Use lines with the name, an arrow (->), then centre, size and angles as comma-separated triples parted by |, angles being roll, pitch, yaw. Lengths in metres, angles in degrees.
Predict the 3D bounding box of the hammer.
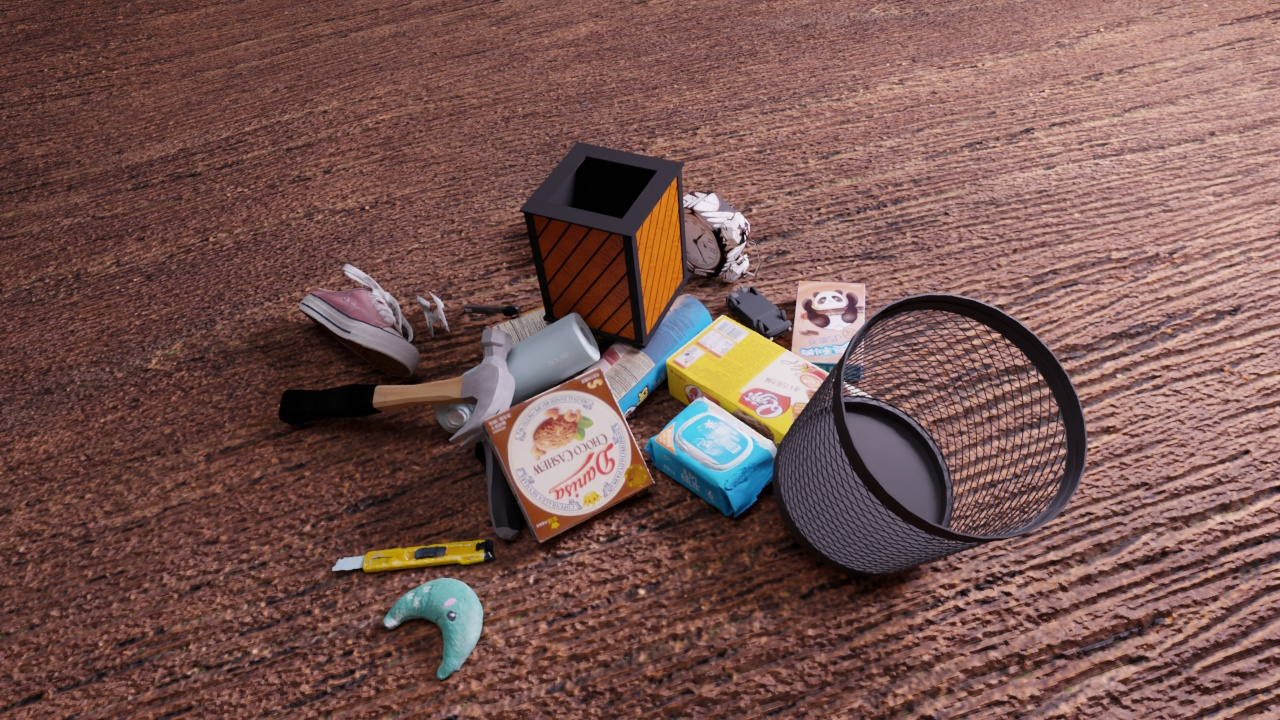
hammer -> -0.299, 0.044, 1.097 | 0.329, 0.039, 0.131 | -6, 67, 24

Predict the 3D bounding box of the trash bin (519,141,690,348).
trash bin -> -0.035, -0.138, 1.096 | 0.140, 0.172, 0.139 | 16, 51, 20

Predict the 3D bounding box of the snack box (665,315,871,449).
snack box -> 0.148, 0.043, 1.077 | 0.230, 0.062, 0.109 | 32, 57, 33

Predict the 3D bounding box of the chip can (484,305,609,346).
chip can -> -0.087, -0.047, 1.190 | 0.214, 0.075, 0.075 | -22, 47, -14

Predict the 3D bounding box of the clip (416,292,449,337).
clip -> -0.273, -0.064, 1.250 | 0.050, 0.102, 0.058 | -27, 90, -4

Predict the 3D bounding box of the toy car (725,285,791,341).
toy car -> 0.153, -0.061, 1.197 | 0.046, 0.034, 0.112 | -28, 41, -12

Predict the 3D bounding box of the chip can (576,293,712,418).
chip can -> -0.007, 0.007, 1.128 | 0.080, 0.080, 0.228 | 27, 54, 30

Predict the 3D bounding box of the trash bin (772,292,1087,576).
trash bin -> 0.249, 0.087, 0.862 | 0.217, 0.228, 0.217 | 4, 65, -9

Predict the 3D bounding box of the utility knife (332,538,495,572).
utility knife -> -0.247, 0.216, 1.000 | 0.179, 0.017, 0.030 | -9, 36, 4

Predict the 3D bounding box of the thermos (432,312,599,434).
thermos -> -0.152, 0.019, 1.099 | 0.207, 0.065, 0.077 | -28, 22, 11

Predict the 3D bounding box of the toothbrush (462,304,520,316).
toothbrush -> -0.201, -0.067, 1.217 | 0.013, 0.013, 0.168 | -36, 22, -26

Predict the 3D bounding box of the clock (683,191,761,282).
clock -> 0.108, -0.169, 1.255 | 0.155, 0.115, 0.064 | 32, 57, 30

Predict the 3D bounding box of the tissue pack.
tissue pack -> 0.084, 0.104, 1.026 | 0.144, 0.062, 0.092 | 33, 57, 33

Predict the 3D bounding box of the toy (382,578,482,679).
toy -> -0.203, 0.264, 0.934 | 0.105, 0.033, 0.085 | 32, 68, 31

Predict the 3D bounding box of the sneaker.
sneaker -> -0.359, -0.054, 1.217 | 0.241, 0.118, 0.087 | 26, 72, 36

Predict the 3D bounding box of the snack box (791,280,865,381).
snack box -> 0.239, -0.040, 1.165 | 0.087, 0.034, 0.151 | 3, 47, 12

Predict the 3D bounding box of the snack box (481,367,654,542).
snack box -> -0.080, 0.103, 1.009 | 0.143, 0.041, 0.147 | -25, 88, -15

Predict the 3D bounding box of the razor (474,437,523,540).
razor -> -0.156, 0.132, 1.042 | 0.060, 0.057, 0.156 | -46, 43, 23
